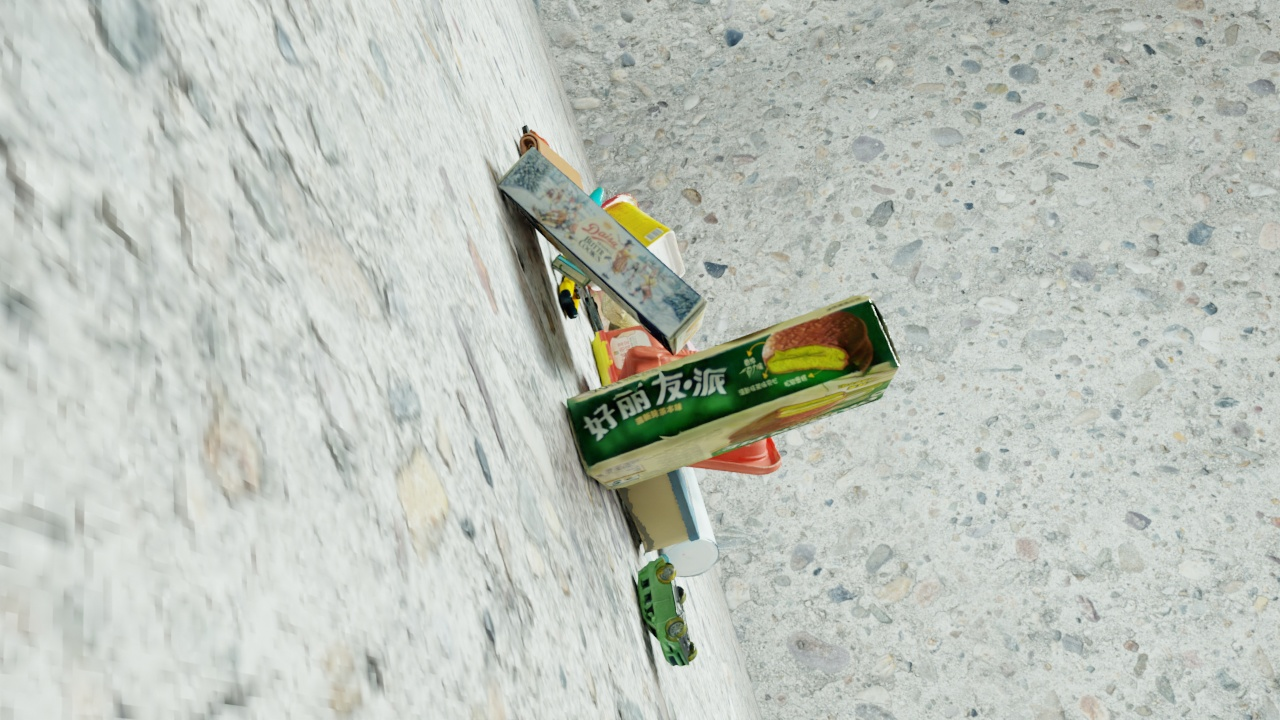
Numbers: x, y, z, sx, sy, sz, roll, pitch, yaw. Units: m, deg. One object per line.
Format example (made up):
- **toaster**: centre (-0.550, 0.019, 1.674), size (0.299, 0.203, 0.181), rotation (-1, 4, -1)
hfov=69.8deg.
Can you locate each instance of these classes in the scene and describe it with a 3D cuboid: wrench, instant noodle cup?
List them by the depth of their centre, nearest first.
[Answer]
- **instant noodle cup**: centre (0.042, 0.040, 0.852), size (0.188, 0.164, 0.079), rotation (-100, -164, -73)
- **wrench**: centre (-0.081, -0.133, 1.154), size (0.056, 0.016, 0.273), rotation (-116, -172, -81)
- **instant noodle cup**: centre (-0.014, -0.143, 1.220), size (0.124, 0.115, 0.116), rotation (32, -28, 43)

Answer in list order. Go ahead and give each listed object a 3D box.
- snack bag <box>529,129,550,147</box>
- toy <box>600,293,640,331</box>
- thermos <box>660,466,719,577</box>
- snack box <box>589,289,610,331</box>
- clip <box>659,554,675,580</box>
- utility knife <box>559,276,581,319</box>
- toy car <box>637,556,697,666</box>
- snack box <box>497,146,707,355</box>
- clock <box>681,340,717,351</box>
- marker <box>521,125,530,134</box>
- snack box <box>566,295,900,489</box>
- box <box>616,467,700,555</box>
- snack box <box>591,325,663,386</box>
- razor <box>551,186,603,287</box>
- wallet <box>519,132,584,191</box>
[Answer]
- **snack bag**: centre (-0.107, -0.219, 1.075), size (0.048, 0.026, 0.104), rotation (-89, 163, -63)
- **toy**: centre (-0.017, -0.069, 1.148), size (0.157, 0.066, 0.105), rotation (90, -10, -65)
- **thermos**: centre (0.038, 0.158, 1.134), size (0.224, 0.073, 0.073), rotation (-106, 177, -50)
- **snack box**: centre (-0.043, -0.050, 1.302), size (0.084, 0.026, 0.157), rotation (66, 6, -64)
- **clip**: centre (0.031, 0.236, 0.994), size (0.034, 0.013, 0.055), rotation (70, 2, -58)
- **utility knife**: centre (-0.071, -0.076, 0.954), size (0.190, 0.015, 0.033), rotation (-100, 172, -74)
- **toy car**: centre (0.021, 0.200, 0.729), size (0.091, 0.036, 0.043), rotation (-107, 179, -52)
- **snack box**: centre (-0.025, -0.083, 0.775), size (0.182, 0.046, 0.178), rotation (42, 0, 4)
- **clock**: centre (0.026, 0.031, 1.132), size (0.059, 0.159, 0.117), rotation (23, 70, -39)
- **marker**: centre (-0.110, -0.203, 1.029), size (0.018, 0.015, 0.124), rotation (-98, 170, -82)
- **snack box**: centre (0.070, 0.030, 0.707), size (0.114, 0.240, 0.063), rotation (59, 11, -74)
- **box**: centre (0.014, 0.120, 0.895), size (0.184, 0.063, 0.090), rotation (-105, 176, -78)
- **snack box**: centre (-0.006, 0.006, 1.059), size (0.082, 0.080, 0.091), rotation (67, 6, -53)
- **razor**: centre (-0.058, -0.132, 0.942), size (0.043, 0.028, 0.132), rotation (30, 49, -20)
- **wallet**: centre (-0.086, -0.177, 0.996), size (0.131, 0.031, 0.107), rotation (22, 51, -72)
